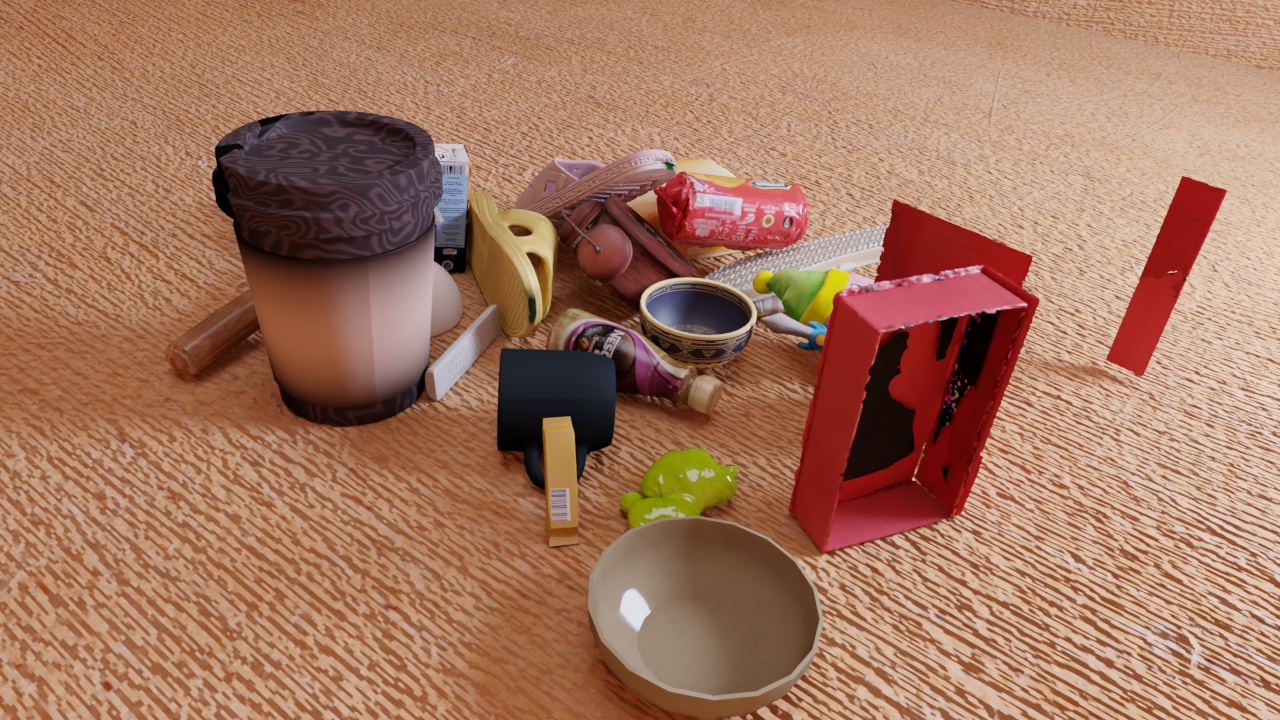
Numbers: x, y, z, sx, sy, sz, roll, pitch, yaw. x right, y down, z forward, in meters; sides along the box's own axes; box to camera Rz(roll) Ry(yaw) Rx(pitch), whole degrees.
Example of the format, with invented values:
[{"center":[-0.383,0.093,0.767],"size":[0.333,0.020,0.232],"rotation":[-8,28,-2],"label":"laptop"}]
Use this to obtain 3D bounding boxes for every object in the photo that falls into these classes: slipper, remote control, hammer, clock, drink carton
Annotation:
[{"center":[0.194,-0.096,1.015],"size":[0.262,0.052,0.115],"rotation":[-17,22,-10],"label":"slipper"},{"center":[-0.165,-0.010,0.864],"size":[0.012,0.033,0.130],"rotation":[11,34,15],"label":"remote control"},{"center":[-0.335,-0.080,0.905],"size":[0.158,0.037,0.299],"rotation":[-6,31,39],"label":"hammer"},{"center":[-0.128,-0.107,0.961],"size":[0.078,0.100,0.263],"rotation":[-7,31,-21],"label":"slipper"},{"center":[-0.020,-0.115,0.950],"size":[0.157,0.072,0.120],"rotation":[33,14,-39],"label":"clock"},{"center":[-0.211,-0.166,1.006],"size":[0.040,0.130,0.064],"rotation":[-2,33,-18],"label":"drink carton"},{"center":[-0.065,-0.193,1.011],"size":[0.240,0.064,0.094],"rotation":[-18,-6,41],"label":"slipper"}]

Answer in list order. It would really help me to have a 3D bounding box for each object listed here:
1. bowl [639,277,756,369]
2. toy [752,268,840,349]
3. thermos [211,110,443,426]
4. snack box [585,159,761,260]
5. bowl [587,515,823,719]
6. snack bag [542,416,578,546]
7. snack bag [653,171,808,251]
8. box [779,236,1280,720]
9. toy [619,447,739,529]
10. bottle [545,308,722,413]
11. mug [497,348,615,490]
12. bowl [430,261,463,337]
[{"center":[0.053,-0.027,0.897],"size":[0.112,0.061,0.112],"rotation":[4,34,-3],"label":"bowl"},{"center":[0.176,-0.046,0.904],"size":[0.131,0.097,0.124],"rotation":[40,61,-11],"label":"toy"},{"center":[-0.250,-0.073,0.771],"size":[0.172,0.227,0.172],"rotation":[4,34,-3],"label":"thermos"},{"center":[0.038,-0.188,1.118],"size":[0.195,0.081,0.145],"rotation":[-13,39,-25],"label":"snack box"},{"center":[0.040,0.174,0.604],"size":[0.152,0.051,0.152],"rotation":[4,34,-3],"label":"bowl"},{"center":[-0.062,0.092,0.704],"size":[0.026,0.020,0.099],"rotation":[-3,72,-9],"label":"snack bag"},{"center":[0.103,-0.163,1.018],"size":[0.176,0.082,0.082],"rotation":[3,33,-19],"label":"snack bag"},{"center":[0.264,0.092,0.623],"size":[0.197,0.217,0.351],"rotation":[-13,39,-24],"label":"box"},{"center":[0.031,0.105,0.722],"size":[0.094,0.036,0.093],"rotation":[0,39,4],"label":"toy"},{"center":[-0.005,0.005,0.844],"size":[0.166,0.060,0.059],"rotation":[22,37,20],"label":"bottle"},{"center":[-0.070,0.050,0.758],"size":[0.094,0.085,0.121],"rotation":[2,62,-6],"label":"mug"},{"center":[-0.238,-0.071,0.929],"size":[0.114,0.051,0.114],"rotation":[4,34,-3],"label":"bowl"}]
